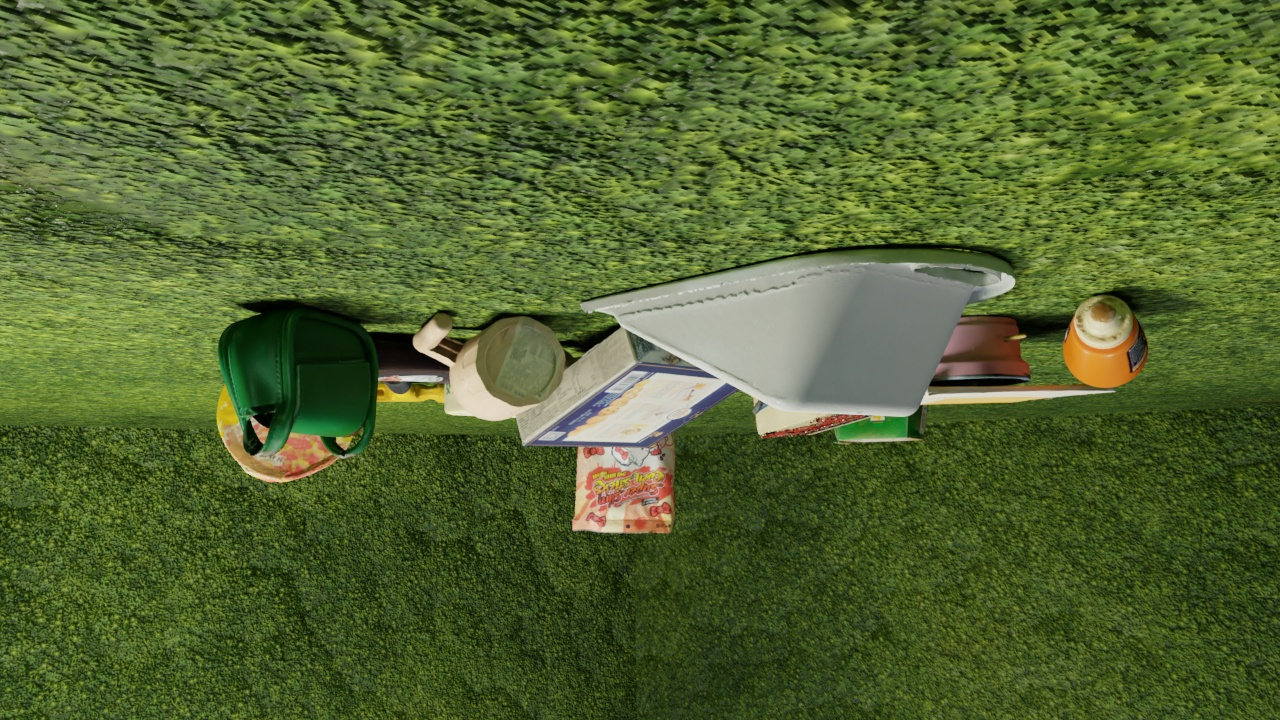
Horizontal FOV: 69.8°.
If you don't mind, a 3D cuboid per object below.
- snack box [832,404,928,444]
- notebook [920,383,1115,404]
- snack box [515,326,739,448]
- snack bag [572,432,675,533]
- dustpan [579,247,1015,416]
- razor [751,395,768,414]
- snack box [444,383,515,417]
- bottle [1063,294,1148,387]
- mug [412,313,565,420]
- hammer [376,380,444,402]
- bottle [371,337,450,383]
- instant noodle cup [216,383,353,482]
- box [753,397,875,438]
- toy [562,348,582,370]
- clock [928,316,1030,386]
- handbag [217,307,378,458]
[{"bbox_3d":[0.271,0.040,1.032,0.118,0.105,0.118,-6,173,31],"label":"snack box"},{"bbox_3d":[0.326,0.034,0.897,0.206,0.010,0.146,0,173,-18],"label":"notebook"},{"bbox_3d":[-0.003,0.032,0.924,0.182,0.045,0.178,6,147,-45],"label":"snack box"},{"bbox_3d":[-0.016,0.103,1.100,0.128,0.208,0.073,2,178,-13],"label":"snack bag"},{"bbox_3d":[0.129,-0.049,0.683,0.222,0.143,0.258,5,-160,-41],"label":"dustpan"},{"bbox_3d":[0.064,0.003,0.754,0.043,0.028,0.133,-31,-141,-28],"label":"razor"},{"bbox_3d":[-0.125,0.044,1.194,0.115,0.063,0.239,-7,171,44],"label":"snack box"},{"bbox_3d":[0.383,-0.021,0.758,0.067,0.066,0.149,-4,165,26],"label":"bottle"},{"bbox_3d":[-0.136,-0.002,0.810,0.124,0.084,0.104,29,163,-16],"label":"mug"},{"bbox_3d":[-0.313,0.030,1.191,0.128,0.033,0.301,-1,173,-12],"label":"hammer"},{"bbox_3d":[-0.203,0.003,0.936,0.194,0.044,0.080,4,173,-40],"label":"bottle"},{"bbox_3d":[-0.379,0.054,1.003,0.138,0.138,0.110,1,-179,-14],"label":"instant noodle cup"},{"bbox_3d":[0.166,0.028,0.916,0.080,0.091,0.169,-4,169,-18],"label":"box"},{"bbox_3d":[-0.073,0.014,1.001,0.105,0.066,0.157,-47,154,12],"label":"toy"},{"bbox_3d":[0.302,-0.003,0.877,0.117,0.059,0.158,-3,171,7],"label":"clock"},{"bbox_3d":[-0.275,0.020,0.748,0.068,0.120,0.131,-8,170,14],"label":"handbag"}]
